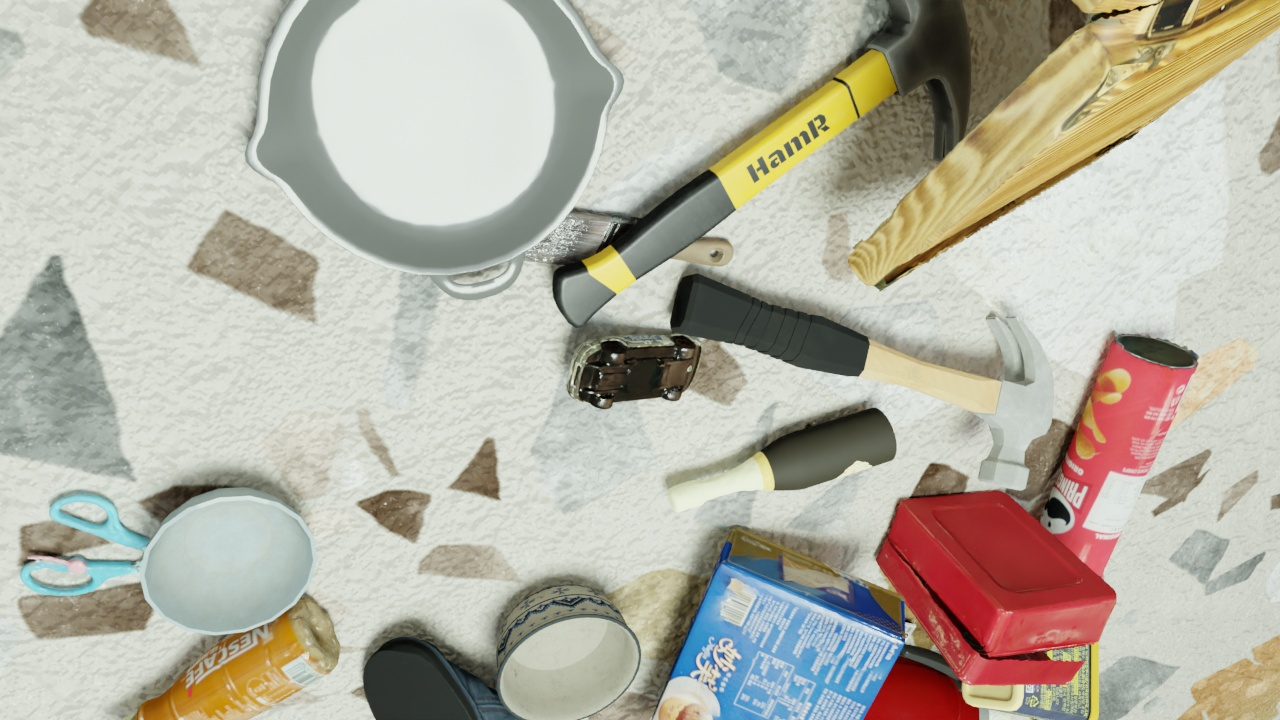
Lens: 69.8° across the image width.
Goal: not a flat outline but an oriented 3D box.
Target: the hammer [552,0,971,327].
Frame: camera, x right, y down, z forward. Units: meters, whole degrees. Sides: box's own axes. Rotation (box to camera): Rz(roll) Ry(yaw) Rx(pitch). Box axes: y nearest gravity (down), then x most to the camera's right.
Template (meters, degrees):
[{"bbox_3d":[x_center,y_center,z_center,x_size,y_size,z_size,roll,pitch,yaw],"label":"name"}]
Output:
[{"bbox_3d":[0.080,-0.126,0.600,0.324,0.034,0.170,-36,125,0],"label":"hammer"}]

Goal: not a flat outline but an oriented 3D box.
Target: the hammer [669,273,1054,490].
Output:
[{"bbox_3d":[0.176,0.001,0.690,0.328,0.039,0.131,16,85,-21],"label":"hammer"}]

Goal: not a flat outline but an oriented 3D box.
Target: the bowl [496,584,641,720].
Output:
[{"bbox_3d":[-0.063,0.229,0.739,0.115,0.059,0.116,-8,120,-15],"label":"bowl"}]

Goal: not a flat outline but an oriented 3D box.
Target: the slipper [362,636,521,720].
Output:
[{"bbox_3d":[-0.130,0.315,0.761,0.109,0.083,0.266,-12,115,33],"label":"slipper"}]

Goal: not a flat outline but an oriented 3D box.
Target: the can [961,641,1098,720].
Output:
[{"bbox_3d":[0.370,0.272,0.875,0.104,0.075,0.135,19,69,-25],"label":"can"}]

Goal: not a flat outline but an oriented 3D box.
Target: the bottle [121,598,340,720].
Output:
[{"bbox_3d":[-0.301,0.236,0.659,0.167,0.059,0.059,-30,123,-1],"label":"bottle"}]

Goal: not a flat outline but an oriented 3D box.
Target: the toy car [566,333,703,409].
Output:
[{"bbox_3d":[-0.004,0.004,0.650,0.112,0.040,0.049,-3,120,-38],"label":"toy car"}]

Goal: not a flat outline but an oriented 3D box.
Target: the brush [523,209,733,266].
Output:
[{"bbox_3d":[-0.006,-0.077,0.616,0.151,0.012,0.039,4,116,-22],"label":"brush"}]

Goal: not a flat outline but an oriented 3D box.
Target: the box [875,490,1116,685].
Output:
[{"bbox_3d":[0.299,0.189,0.788,0.129,0.157,0.098,2,120,-22],"label":"box"}]

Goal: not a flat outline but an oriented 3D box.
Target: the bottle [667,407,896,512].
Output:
[{"bbox_3d":[0.110,0.084,0.727,0.184,0.045,0.045,-16,122,-10],"label":"bottle"}]

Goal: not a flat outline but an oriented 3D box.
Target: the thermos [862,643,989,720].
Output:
[{"bbox_3d":[0.248,0.318,0.883,0.198,0.084,0.108,24,114,-26],"label":"thermos"}]

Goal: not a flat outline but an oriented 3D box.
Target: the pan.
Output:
[{"bbox_3d":[-0.125,-0.196,0.500,0.216,0.024,0.355,-15,122,-11],"label":"pan"}]

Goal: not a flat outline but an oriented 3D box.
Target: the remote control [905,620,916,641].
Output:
[{"bbox_3d":[0.210,0.253,0.877,0.124,0.011,0.028,16,112,-26],"label":"remote control"}]

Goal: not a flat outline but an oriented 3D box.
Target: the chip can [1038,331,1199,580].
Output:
[{"bbox_3d":[0.420,0.092,0.826,0.073,0.073,0.233,-1,117,-19],"label":"chip can"}]

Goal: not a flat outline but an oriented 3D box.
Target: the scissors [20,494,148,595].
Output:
[{"bbox_3d":[-0.334,0.122,0.617,0.142,0.015,0.095,2,117,-27],"label":"scissors"}]

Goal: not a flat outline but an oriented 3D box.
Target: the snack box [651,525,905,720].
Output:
[{"bbox_3d":[0.109,0.264,0.774,0.155,0.069,0.203,21,112,6],"label":"snack box"}]

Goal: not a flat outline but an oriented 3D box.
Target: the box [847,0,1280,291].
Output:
[{"bbox_3d":[0.233,-0.243,0.506,0.278,0.286,0.337,-29,167,-23],"label":"box"}]

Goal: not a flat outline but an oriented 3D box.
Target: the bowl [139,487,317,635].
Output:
[{"bbox_3d":[-0.275,0.128,0.616,0.106,0.039,0.106,-11,117,-23],"label":"bowl"}]
